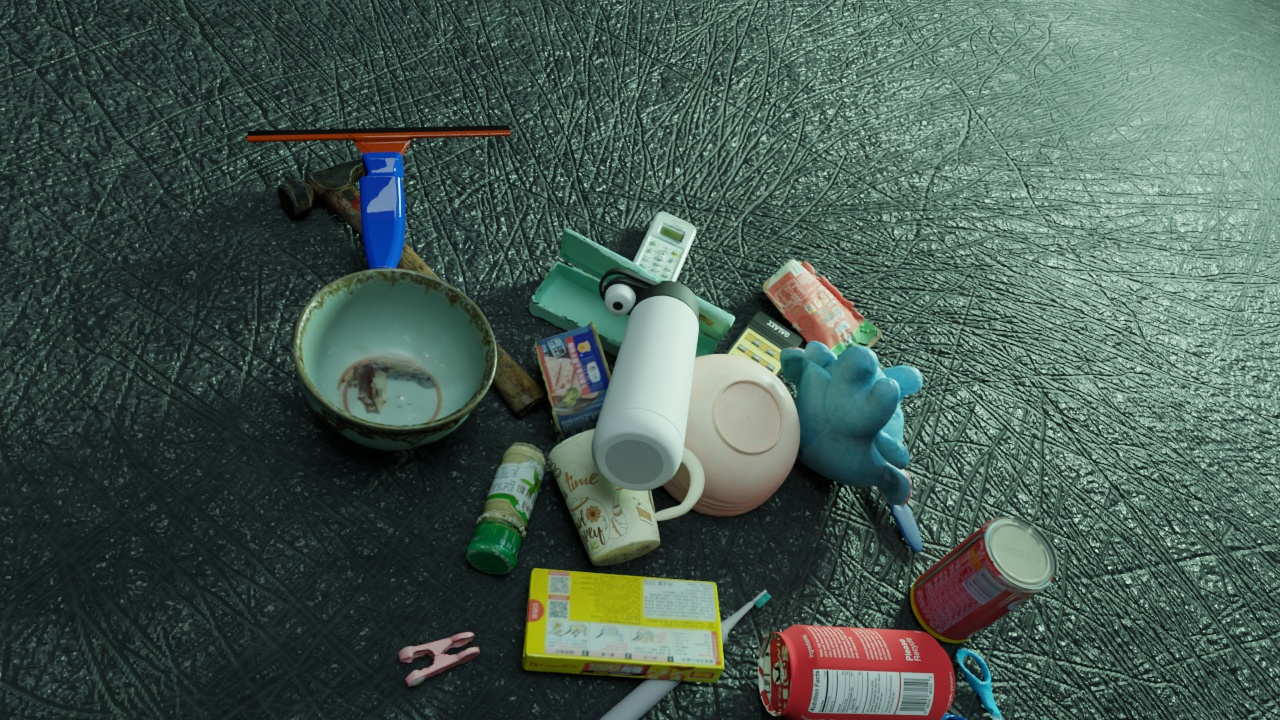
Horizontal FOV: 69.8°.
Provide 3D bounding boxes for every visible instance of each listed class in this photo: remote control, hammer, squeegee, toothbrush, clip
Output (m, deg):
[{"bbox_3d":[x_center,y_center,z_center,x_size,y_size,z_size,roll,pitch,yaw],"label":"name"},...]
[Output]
[{"bbox_3d":[0.115,0.004,0.938,0.058,0.013,0.133,34,50,7],"label":"remote control"},{"bbox_3d":[-0.200,-0.076,0.875,0.119,0.033,0.330,-32,70,-37],"label":"hammer"},{"bbox_3d":[-0.241,-0.147,0.859,0.249,0.055,0.184,-4,53,-10],"label":"squeegee"},{"bbox_3d":[0.020,-0.107,0.984,0.050,0.022,0.133,24,49,-1],"label":"remote control"},{"bbox_3d":[0.041,0.235,0.729,0.187,0.018,0.019,-30,62,-35],"label":"toothbrush"},{"bbox_3d":[-0.151,0.215,0.676,0.060,0.023,0.043,-36,73,-31],"label":"clip"},{"bbox_3d":[0.240,0.125,0.888,0.021,0.016,0.132,-8,57,-23],"label":"toothbrush"}]

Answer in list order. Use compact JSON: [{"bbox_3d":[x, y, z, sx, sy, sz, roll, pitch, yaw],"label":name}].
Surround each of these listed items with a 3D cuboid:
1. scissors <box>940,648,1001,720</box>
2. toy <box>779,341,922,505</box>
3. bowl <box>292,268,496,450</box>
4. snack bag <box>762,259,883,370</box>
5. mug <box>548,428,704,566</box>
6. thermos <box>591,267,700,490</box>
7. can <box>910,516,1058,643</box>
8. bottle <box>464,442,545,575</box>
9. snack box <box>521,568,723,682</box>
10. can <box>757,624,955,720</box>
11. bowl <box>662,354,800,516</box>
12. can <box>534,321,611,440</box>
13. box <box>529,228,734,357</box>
[{"bbox_3d":[0.294,0.312,0.769,0.116,0.014,0.130,-20,67,-36],"label":"scissors"},{"bbox_3d":[0.201,0.038,0.835,0.114,0.181,0.183,-27,68,-18],"label":"toy"},{"bbox_3d":[-0.206,0.014,0.761,0.160,0.094,0.159,10,51,-13],"label":"bowl"},{"bbox_3d":[0.205,-0.042,0.994,0.087,0.044,0.155,-37,76,-31],"label":"snack bag"},{"bbox_3d":[-0.006,0.109,0.766,0.122,0.081,0.097,-16,66,-5],"label":"mug"},{"bbox_3d":[-0.005,0.005,0.768,0.101,0.069,0.229,18,36,-3],"label":"thermos"},{"bbox_3d":[0.290,0.189,0.786,0.066,0.125,0.066,10,51,-13],"label":"can"},{"bbox_3d":[-0.108,0.119,0.751,0.042,0.043,0.109,20,49,-5],"label":"bottle"},{"bbox_3d":[-0.013,0.205,0.713,0.152,0.025,0.075,6,45,-8],"label":"snack box"},{"bbox_3d":[0.171,0.251,0.728,0.142,0.075,0.074,7,52,-15],"label":"can"},{"bbox_3d":[0.083,0.058,0.818,0.153,0.076,0.152,6,70,-18],"label":"bowl"},{"bbox_3d":[-0.056,0.019,0.829,0.059,0.054,0.099,-16,59,-3],"label":"can"},{"bbox_3d":[-0.005,-0.057,0.892,0.188,0.092,0.077,28,48,2],"label":"box"}]
